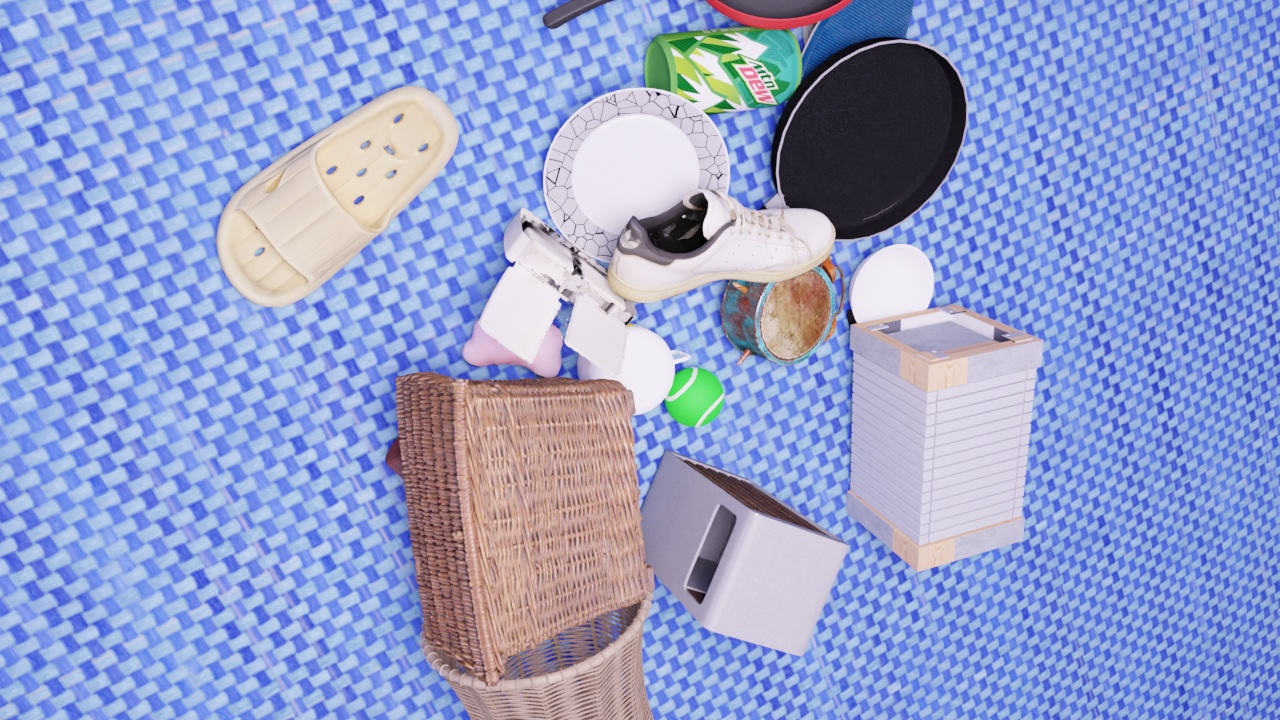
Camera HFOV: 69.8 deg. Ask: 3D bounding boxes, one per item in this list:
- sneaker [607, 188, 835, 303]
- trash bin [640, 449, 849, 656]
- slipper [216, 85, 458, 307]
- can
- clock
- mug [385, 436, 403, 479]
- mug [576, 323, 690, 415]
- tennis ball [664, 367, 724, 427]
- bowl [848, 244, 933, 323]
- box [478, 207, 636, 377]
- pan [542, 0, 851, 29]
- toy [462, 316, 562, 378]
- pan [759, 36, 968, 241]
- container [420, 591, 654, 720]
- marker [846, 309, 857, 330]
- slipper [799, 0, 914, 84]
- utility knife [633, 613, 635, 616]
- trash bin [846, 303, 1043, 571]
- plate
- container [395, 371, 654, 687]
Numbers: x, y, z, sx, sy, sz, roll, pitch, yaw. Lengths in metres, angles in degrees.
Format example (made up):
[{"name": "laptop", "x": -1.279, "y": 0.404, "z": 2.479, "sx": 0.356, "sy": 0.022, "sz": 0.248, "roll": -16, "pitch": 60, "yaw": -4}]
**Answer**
[{"name": "sneaker", "x": 0.084, "y": -0.130, "z": 0.906, "sx": 0.241, "sy": 0.088, "sz": 0.102, "roll": -14, "pitch": 143, "yaw": -15}, {"name": "trash bin", "x": 0.091, "y": 0.190, "z": 0.951, "sx": 0.114, "sy": 0.229, "sz": 0.114, "roll": 22, "pitch": 92, "yaw": -22}, {"name": "slipper", "x": -0.277, "y": -0.156, "z": 0.840, "sx": 0.261, "sy": 0.079, "sz": 0.111, "roll": -42, "pitch": 107, "yaw": -8}, {"name": "can", "x": 0.084, "y": -0.295, "z": 0.937, "sx": 0.144, "sy": 0.083, "sz": 0.083, "roll": -12, "pitch": 104, "yaw": -17}, {"name": "clock", "x": 0.163, "y": -0.063, "z": 1.013, "sx": 0.157, "sy": 0.073, "sz": 0.121, "roll": -18, "pitch": 115, "yaw": -28}, {"name": "mug", "x": -0.175, "y": 0.092, "z": 0.916, "sx": 0.122, "sy": 0.096, "sz": 0.110, "roll": -48, "pitch": 116, "yaw": -15}, {"name": "mug", "x": -0.006, "y": 0.006, "z": 0.969, "sx": 0.115, "sy": 0.068, "sz": 0.094, "roll": -13, "pitch": 104, "yaw": -17}, {"name": "tennis ball", "x": 0.059, "y": 0.040, "z": 1.000, "sx": 0.065, "sy": 0.065, "sz": 0.065, "roll": -4, "pitch": 101, "yaw": -19}, {"name": "bowl", "x": 0.282, "y": -0.085, "z": 1.067, "sx": 0.109, "sy": 0.040, "sz": 0.110, "roll": -7, "pitch": 112, "yaw": -19}, {"name": "box", "x": -0.076, "y": -0.064, "z": 0.883, "sx": 0.145, "sy": 0.185, "sz": 0.066, "roll": 36, "pitch": 126, "yaw": -19}, {"name": "pan", "x": 0.071, "y": -0.396, "z": 0.904, "sx": 0.356, "sy": 0.067, "sz": 0.209, "roll": -25, "pitch": 82, "yaw": 1}, {"name": "toy", "x": -0.125, "y": -0.030, "z": 0.930, "sx": 0.102, "sy": 0.050, "sz": 0.093, "roll": 7, "pitch": 101, "yaw": -18}, {"name": "pan", "x": 0.190, "y": -0.199, "z": 0.994, "sx": 0.356, "sy": 0.034, "sz": 0.225, "roll": -33, "pitch": 130, "yaw": 5}, {"name": "container", "x": -0.086, "y": 0.326, "z": 0.927, "sx": 0.226, "sy": 0.227, "sz": 0.196, "roll": -16, "pitch": 112, "yaw": -16}, {"name": "marker", "x": 0.268, "y": 0.010, "z": 1.098, "sx": 0.011, "sy": 0.011, "sz": 0.152, "roll": -22, "pitch": 107, "yaw": -15}, {"name": "slipper", "x": 0.236, "y": -0.381, "z": 0.989, "sx": 0.118, "sy": 0.060, "sz": 0.295, "roll": 15, "pitch": 99, "yaw": -24}, {"name": "utility knife", "x": -0.034, "y": 0.204, "z": 1.026, "sx": 0.031, "sy": 0.015, "sz": 0.196, "roll": -30, "pitch": 107, "yaw": -17}, {"name": "trash bin", "x": 0.338, "y": 0.082, "z": 1.044, "sx": 0.142, "sy": 0.142, "sz": 0.247, "roll": -11, "pitch": 113, "yaw": -17}, {"name": "plate", "x": -0.004, "y": -0.185, "z": 0.933, "sx": 0.188, "sy": 0.016, "sz": 0.189, "roll": -4, "pitch": 123, "yaw": -6}, {"name": "container", "x": -0.099, "y": 0.124, "z": 0.820, "sx": 0.182, "sy": 0.162, "sz": 0.250, "roll": -8, "pitch": 94, "yaw": -30}]
